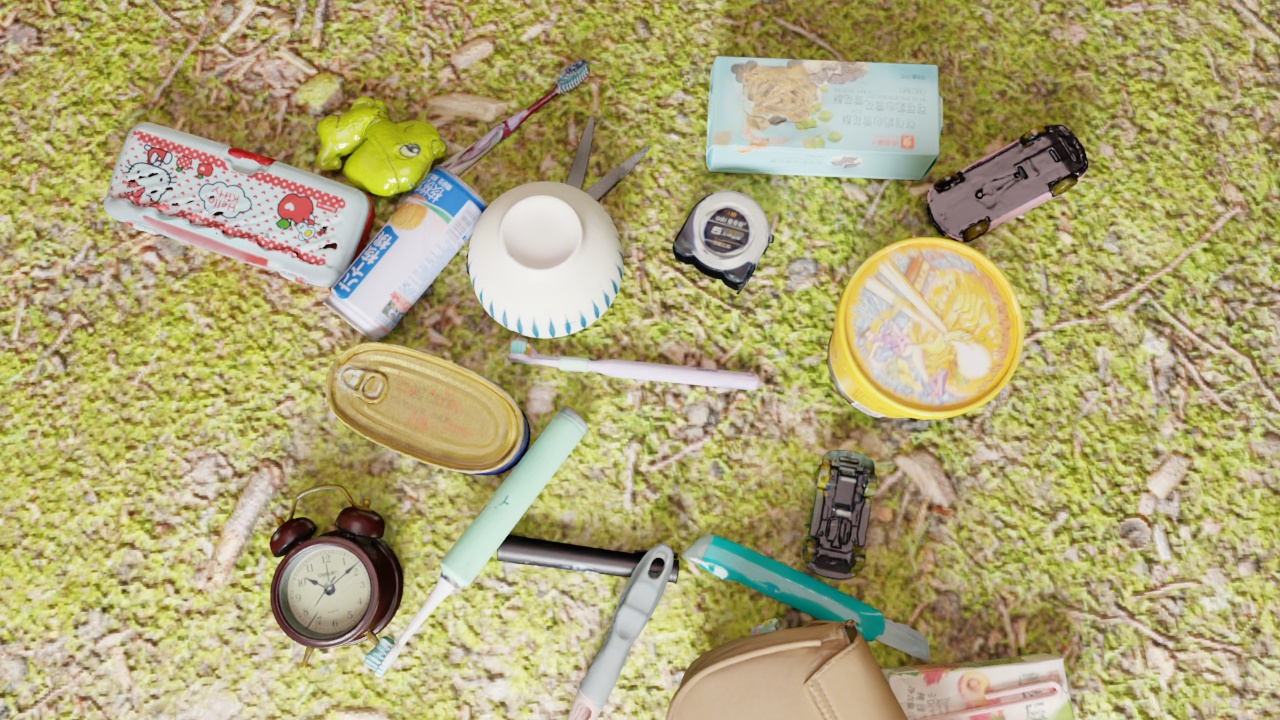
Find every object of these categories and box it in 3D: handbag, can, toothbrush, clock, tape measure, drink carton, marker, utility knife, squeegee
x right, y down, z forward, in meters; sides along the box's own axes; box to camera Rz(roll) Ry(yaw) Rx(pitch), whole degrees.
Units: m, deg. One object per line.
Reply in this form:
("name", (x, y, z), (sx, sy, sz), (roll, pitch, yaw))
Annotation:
("handbag", (0.111, 0.269, 0.585), (0.148, 0.099, 0.204), (-29, 82, 8))
("can", (-0.152, 0.037, 0.669), (0.148, 0.049, 0.074), (20, 80, 5))
("toothbrush", (-0.004, 0.004, 0.689), (0.189, 0.029, 0.021), (7, 119, 1))
("clock", (-0.216, 0.148, 0.645), (0.082, 0.055, 0.122), (-11, 82, -1))
("tape measure", (0.065, -0.094, 0.699), (0.066, 0.033, 0.066), (31, 83, 5))
("drink carton", (0.228, 0.233, 0.626), (0.122, 0.045, 0.053), (-6, 78, -1))
("toothbrush", (0.132, 0.268, 0.635), (0.020, 0.029, 0.189), (-20, 78, -45))
("toothbrush", (-0.115, -0.180, 0.726), (0.187, 0.017, 0.016), (-38, 81, -6))
("marker", (-0.038, 0.142, 0.662), (0.132, 0.020, 0.022), (7, 65, 2))
("utility knife", (0.119, 0.169, 0.656), (0.187, 0.013, 0.029), (24, 83, 7))
("can", (-0.175, -0.079, 0.690), (0.053, 0.053, 0.134), (37, 82, 7))
("squeegee", (-0.036, 0.240, 0.631), (0.247, 0.040, 0.249), (26, 82, 2))
("toothbrush", (-0.112, 0.125, 0.645), (0.027, 0.026, 0.224), (34, 72, 10))

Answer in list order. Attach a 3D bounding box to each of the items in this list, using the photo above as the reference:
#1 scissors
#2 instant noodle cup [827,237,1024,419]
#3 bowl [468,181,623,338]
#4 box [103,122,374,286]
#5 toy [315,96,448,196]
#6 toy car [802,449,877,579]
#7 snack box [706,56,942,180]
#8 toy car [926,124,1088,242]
("scissors", (-0.061, -0.107, 0.716), (0.159, 0.014, 0.177), (-10, 77, -3))
("instant noodle cup", (0.186, -0.012, 0.639), (0.118, 0.114, 0.118), (0, 78, 0))
("bowl", (-0.070, -0.080, 0.667), (0.116, 0.066, 0.116), (0, 76, 0))
("box", (-0.309, -0.118, 0.704), (0.201, 0.047, 0.086), (18, 80, 4))
("toy", (-0.205, -0.164, 0.716), (0.096, 0.031, 0.100), (-31, 70, -3))
("toy car", (0.142, 0.110, 0.656), (0.043, 0.036, 0.091), (12, 78, 2))
("snack box", (0.139, -0.185, 0.706), (0.175, 0.052, 0.074), (3, 78, 2))
("toy car", (0.279, -0.134, 0.703), (0.122, 0.037, 0.056), (-27, 77, 8))
